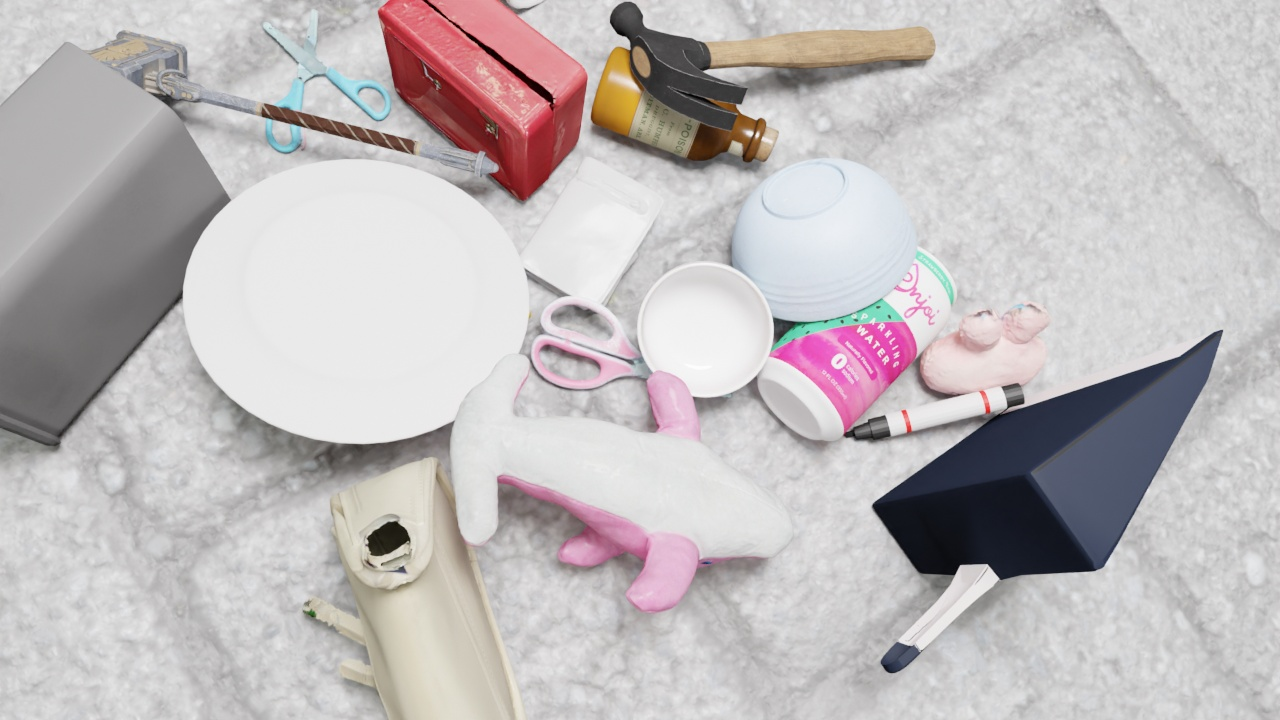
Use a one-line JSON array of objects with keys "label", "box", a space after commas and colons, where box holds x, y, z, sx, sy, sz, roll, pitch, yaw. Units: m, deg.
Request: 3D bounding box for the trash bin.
[{"label": "trash bin", "box": [-0.398, -0.069, 0.627, 0.097, 0.192, 0.219, 33, 72, 1]}]

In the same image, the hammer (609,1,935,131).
[{"label": "hammer", "box": [0.136, -0.264, 0.790, 0.304, 0.040, 0.132, -12, 56, -26]}]

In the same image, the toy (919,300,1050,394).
[{"label": "toy", "box": [0.287, -0.011, 0.753, 0.108, 0.105, 0.053, -6, 56, -2]}]

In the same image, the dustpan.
[{"label": "dustpan", "box": [0.257, 0.107, 0.649, 0.272, 0.237, 0.080, -31, 83, -14]}]

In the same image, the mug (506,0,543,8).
[{"label": "mug", "box": [-0.120, -0.362, 0.793, 0.121, 0.091, 0.090, -40, 84, 2]}]

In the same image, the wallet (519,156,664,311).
[{"label": "wallet", "box": [-0.041, -0.105, 0.766, 0.086, 0.032, 0.116, 35, 82, 3]}]

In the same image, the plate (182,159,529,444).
[{"label": "plate", "box": [-0.201, -0.054, 0.668, 0.242, 0.016, 0.242, 7, 61, -12]}]

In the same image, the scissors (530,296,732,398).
[{"label": "scissors", "box": [-0.002, 0.001, 0.747, 0.174, 0.017, 0.076, 18, 96, -8]}]

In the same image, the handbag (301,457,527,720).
[{"label": "handbag", "box": [-0.158, 0.196, 0.607, 0.132, 0.184, 0.229, -21, 96, -10]}]

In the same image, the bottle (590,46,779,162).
[{"label": "bottle", "box": [0.041, -0.209, 0.785, 0.157, 0.068, 0.067, 20, 74, -3]}]

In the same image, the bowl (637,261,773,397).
[{"label": "bowl", "box": [0.049, -0.027, 0.719, 0.105, 0.054, 0.105, 0, 102, 1]}]

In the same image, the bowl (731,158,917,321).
[{"label": "bowl", "box": [0.138, -0.110, 0.730, 0.151, 0.075, 0.150, -14, 45, 15]}]

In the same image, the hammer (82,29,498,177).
[{"label": "hammer", "box": [-0.271, -0.190, 0.720, 0.322, 0.098, 0.044, 13, 119, -3]}]

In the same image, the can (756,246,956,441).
[{"label": "can", "box": [0.175, -0.016, 0.745, 0.165, 0.088, 0.088, -43, 85, -15]}]

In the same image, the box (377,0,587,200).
[{"label": "box", "box": [-0.128, -0.218, 0.733, 0.158, 0.129, 0.086, 39, 75, 3]}]

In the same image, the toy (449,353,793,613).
[{"label": "toy", "box": [-0.019, 0.103, 0.665, 0.265, 0.128, 0.186, 21, 48, -19]}]

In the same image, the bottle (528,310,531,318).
[{"label": "bottle", "box": [-0.152, -0.069, 0.731, 0.146, 0.051, 0.051, 29, 74, 0]}]

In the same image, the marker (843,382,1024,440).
[{"label": "marker", "box": [0.239, 0.045, 0.757, 0.146, 0.019, 0.019, -15, 78, 9]}]

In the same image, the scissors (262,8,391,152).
[{"label": "scissors", "box": [-0.266, -0.237, 0.778, 0.126, 0.015, 0.136, 4, 81, -8]}]
